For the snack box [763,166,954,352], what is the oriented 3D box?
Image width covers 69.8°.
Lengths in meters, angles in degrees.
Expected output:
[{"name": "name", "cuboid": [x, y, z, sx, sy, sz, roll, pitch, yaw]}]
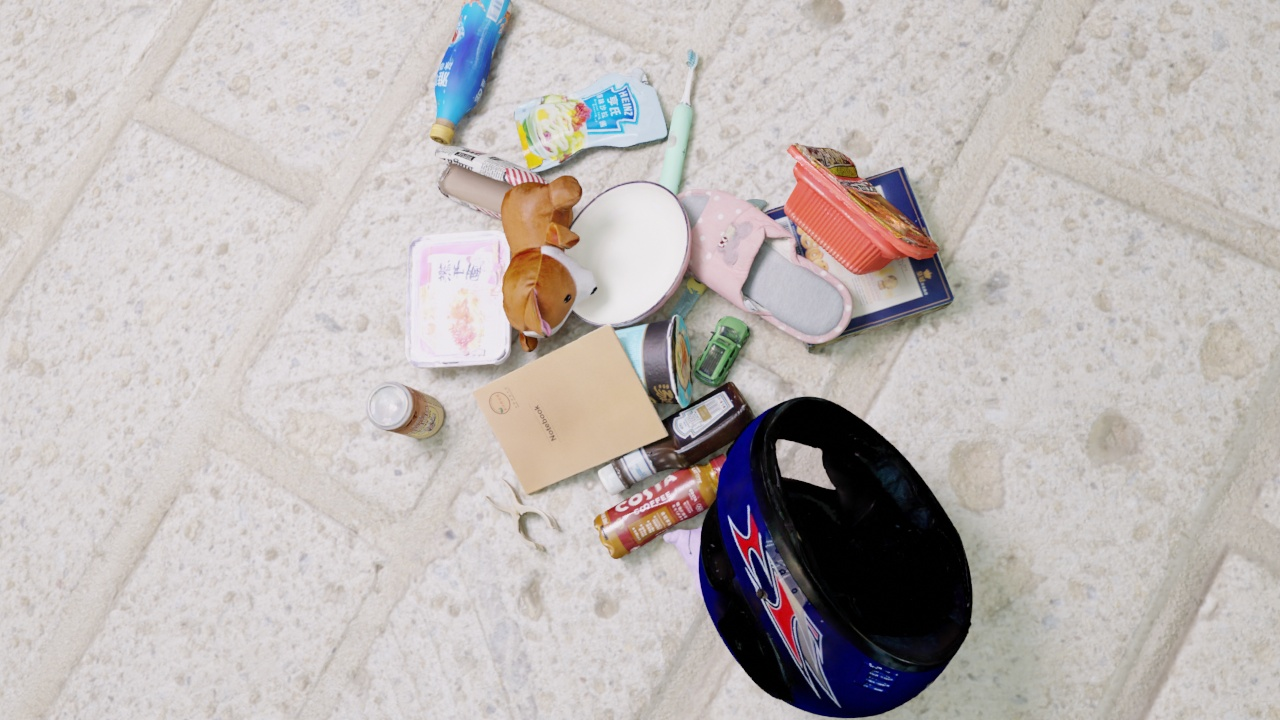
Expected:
[{"name": "snack box", "cuboid": [0.260, -0.122, 1.113, 0.182, 0.046, 0.177, -17, 77, 5]}]

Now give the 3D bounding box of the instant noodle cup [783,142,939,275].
[{"name": "instant noodle cup", "cuboid": [0.240, -0.161, 1.031, 0.189, 0.164, 0.079, 45, 115, 16]}]

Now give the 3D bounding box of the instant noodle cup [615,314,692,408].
[{"name": "instant noodle cup", "cuboid": [-0.007, 0.006, 1.106, 0.121, 0.111, 0.111, -6, 78, 16]}]

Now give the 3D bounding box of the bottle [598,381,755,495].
[{"name": "bottle", "cuboid": [0.041, 0.098, 1.092, 0.195, 0.079, 0.044, -30, 120, 2]}]

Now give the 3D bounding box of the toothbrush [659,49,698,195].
[{"name": "toothbrush", "cuboid": [0.051, -0.296, 1.188, 0.026, 0.027, 0.224, 4, 79, 36]}]

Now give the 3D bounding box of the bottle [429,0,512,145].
[{"name": "bottle", "cuboid": [-0.234, -0.395, 1.232, 0.065, 0.065, 0.218, 16, 83, 11]}]

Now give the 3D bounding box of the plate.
[{"name": "plate", "cuboid": [-0.016, -0.128, 1.137, 0.193, 0.039, 0.192, -12, 68, 29]}]

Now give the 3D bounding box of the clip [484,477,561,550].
[{"name": "clip", "cuboid": [-0.136, 0.180, 1.125, 0.082, 0.034, 0.104, -36, 68, 4]}]

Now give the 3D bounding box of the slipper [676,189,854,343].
[{"name": "slipper", "cuboid": [0.132, -0.116, 1.093, 0.274, 0.054, 0.114, 40, 103, 22]}]

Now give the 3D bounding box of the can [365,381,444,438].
[{"name": "can", "cuboid": [-0.287, 0.063, 1.126, 0.058, 0.116, 0.058, -2, 79, 9]}]

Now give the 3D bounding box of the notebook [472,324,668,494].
[{"name": "notebook", "cuboid": [-0.087, 0.062, 1.092, 0.208, 0.008, 0.148, -25, 96, 24]}]

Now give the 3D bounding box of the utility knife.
[{"name": "utility knife", "cuboid": [0.095, -0.126, 1.158, 0.031, 0.021, 0.198, 33, 90, 19]}]

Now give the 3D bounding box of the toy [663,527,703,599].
[{"name": "toy", "cuboid": [0.086, 0.237, 1.076, 0.083, 0.039, 0.108, -23, 74, -16]}]

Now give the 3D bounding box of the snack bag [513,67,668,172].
[{"name": "snack bag", "cuboid": [-0.067, -0.317, 1.206, 0.191, 0.039, 0.110, -16, 67, 5]}]

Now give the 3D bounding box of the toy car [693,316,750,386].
[{"name": "toy car", "cuboid": [0.099, -0.013, 1.124, 0.043, 0.036, 0.091, 27, 81, 14]}]

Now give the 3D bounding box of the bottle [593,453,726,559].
[{"name": "bottle", "cuboid": [0.032, 0.170, 1.087, 0.175, 0.057, 0.057, -30, 76, 2]}]

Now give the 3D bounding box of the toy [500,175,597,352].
[{"name": "toy", "cuboid": [-0.114, -0.114, 1.111, 0.130, 0.140, 0.199, 9, 76, -7]}]

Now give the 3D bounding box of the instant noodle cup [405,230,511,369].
[{"name": "instant noodle cup", "cuboid": [-0.225, -0.072, 1.172, 0.138, 0.060, 0.173, -3, 78, 8]}]

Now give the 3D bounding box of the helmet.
[{"name": "helmet", "cuboid": [0.175, 0.213, 0.959, 0.246, 0.241, 0.315, -29, 82, -37]}]

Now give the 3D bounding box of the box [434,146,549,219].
[{"name": "box", "cuboid": [-0.191, -0.238, 1.185, 0.163, 0.087, 0.076, 23, 69, 16]}]
